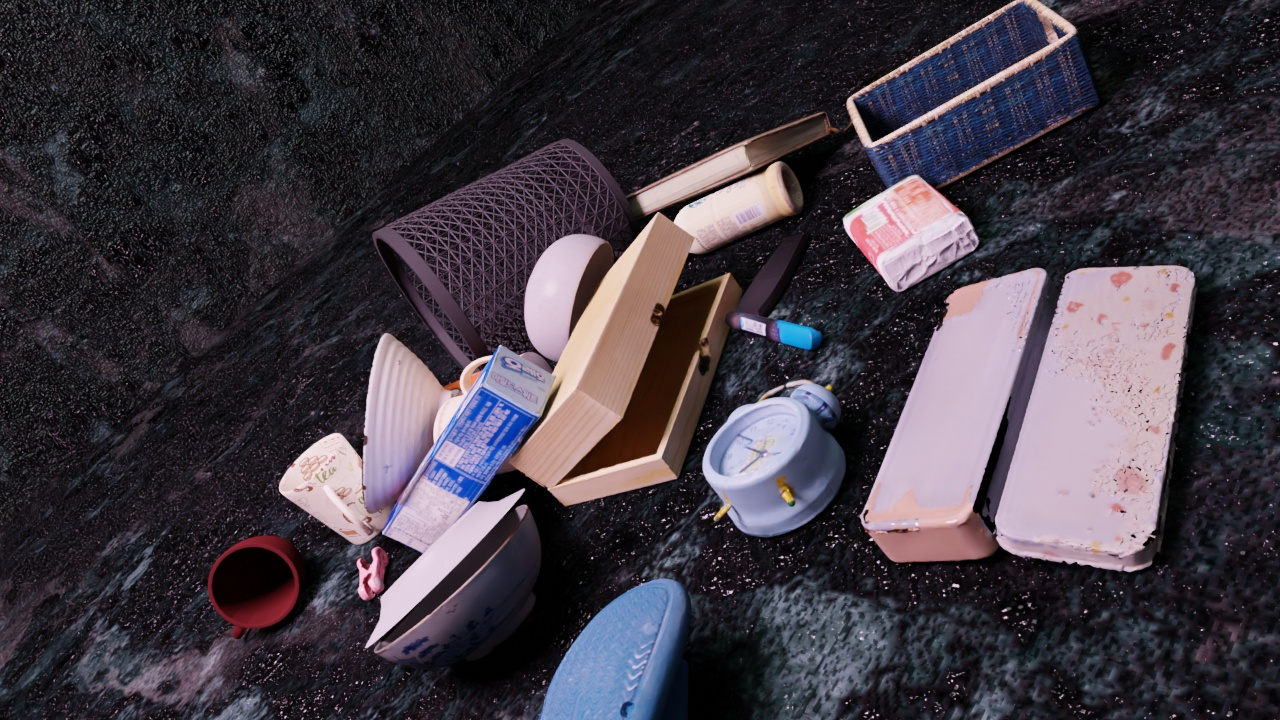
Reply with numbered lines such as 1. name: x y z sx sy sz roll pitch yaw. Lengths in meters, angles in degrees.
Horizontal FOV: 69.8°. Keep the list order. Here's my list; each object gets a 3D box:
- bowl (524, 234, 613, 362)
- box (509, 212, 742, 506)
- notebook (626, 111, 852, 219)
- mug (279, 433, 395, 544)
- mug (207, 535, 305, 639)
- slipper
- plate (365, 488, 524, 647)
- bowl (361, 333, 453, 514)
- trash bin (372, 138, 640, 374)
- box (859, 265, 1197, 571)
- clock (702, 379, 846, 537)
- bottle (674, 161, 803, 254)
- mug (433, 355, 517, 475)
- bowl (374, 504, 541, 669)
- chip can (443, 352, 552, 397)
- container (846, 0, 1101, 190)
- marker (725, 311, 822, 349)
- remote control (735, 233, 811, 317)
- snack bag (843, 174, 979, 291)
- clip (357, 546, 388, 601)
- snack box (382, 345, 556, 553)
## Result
1. bowl: -0.080 -0.066 0.950 0.064 0.132 0.131 15 46 12
2. box: -0.004 0.008 0.816 0.141 0.123 0.248 -50 11 43
3. notebook: 0.109 -0.225 1.046 0.189 0.034 0.216 -29 10 -37
4. mug: -0.298 0.141 0.932 0.081 0.097 0.122 -44 26 -14
5. mug: -0.389 0.230 0.943 0.088 0.087 0.114 -142 76 -82
6. slipper: -0.020 0.221 0.494 0.104 0.059 0.213 -19 44 50
7. plate: -0.163 0.159 0.741 0.173 0.019 0.172 -44 2 2
8. bowl: -0.223 0.064 0.903 0.071 0.178 0.177 4 28 -7
9. trash bin: -0.144 -0.124 1.070 0.242 0.217 0.217 -38 25 -16
10. box: 0.230 0.026 0.530 0.154 0.058 0.215 -11 36 45
11. clock: 0.091 0.060 0.623 0.089 0.051 0.124 -20 31 36
12. bottle: 0.090 -0.153 0.974 0.162 0.056 0.056 -21 30 31
13. mug: -0.129 0.050 0.860 0.104 0.111 0.085 -11 -2 26
14. bowl: -0.119 0.177 0.669 0.151 0.057 0.150 -42 5 4
15. chip can: -0.189 0.053 0.980 0.211 0.062 0.062 -21 30 31
16. container: 0.293 -0.234 0.830 0.188 0.071 0.145 -27 27 20
17. marker: 0.111 -0.027 0.780 0.015 0.018 0.123 -13 17 -27
18. remote control: 0.125 -0.079 0.858 0.039 0.010 0.124 -7 39 46
19. snack bag: 0.219 -0.107 0.755 0.077 0.036 0.115 -31 26 11
20. clip: -0.248 0.199 0.865 0.038 0.022 0.058 -32 31 6
21. snack box: -0.151 0.084 0.789 0.227 0.059 0.059 -51 16 36
